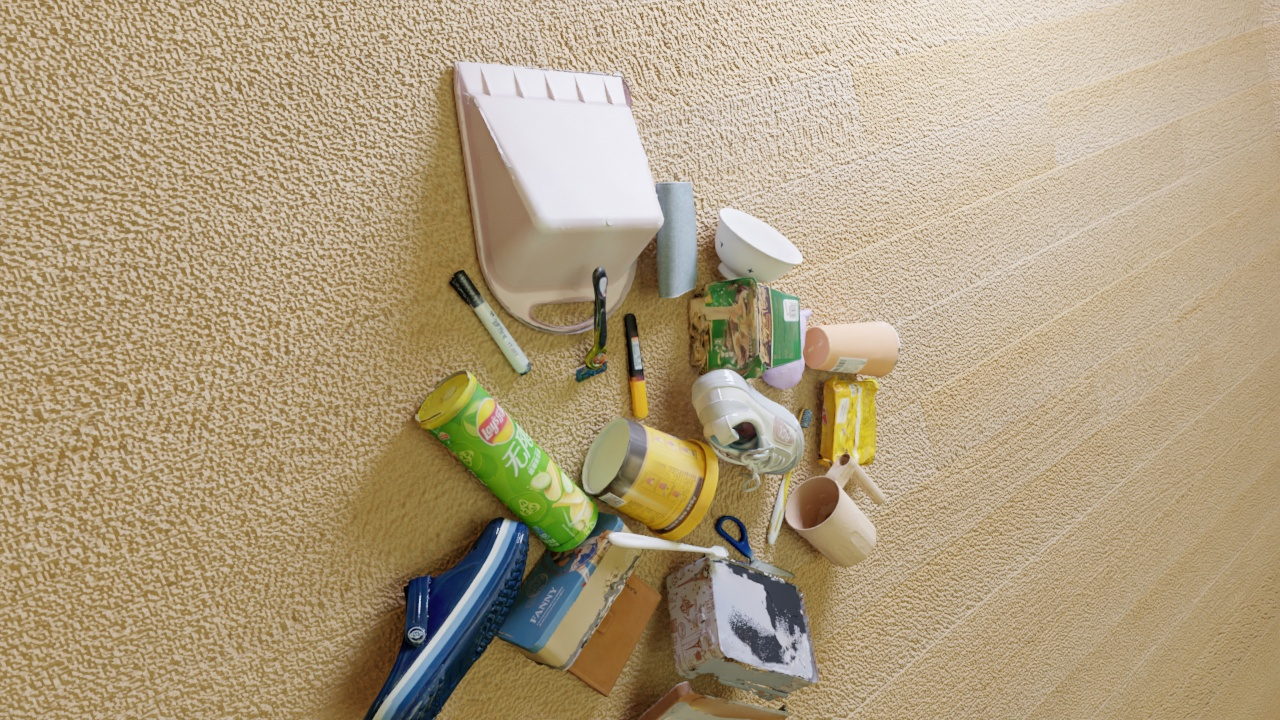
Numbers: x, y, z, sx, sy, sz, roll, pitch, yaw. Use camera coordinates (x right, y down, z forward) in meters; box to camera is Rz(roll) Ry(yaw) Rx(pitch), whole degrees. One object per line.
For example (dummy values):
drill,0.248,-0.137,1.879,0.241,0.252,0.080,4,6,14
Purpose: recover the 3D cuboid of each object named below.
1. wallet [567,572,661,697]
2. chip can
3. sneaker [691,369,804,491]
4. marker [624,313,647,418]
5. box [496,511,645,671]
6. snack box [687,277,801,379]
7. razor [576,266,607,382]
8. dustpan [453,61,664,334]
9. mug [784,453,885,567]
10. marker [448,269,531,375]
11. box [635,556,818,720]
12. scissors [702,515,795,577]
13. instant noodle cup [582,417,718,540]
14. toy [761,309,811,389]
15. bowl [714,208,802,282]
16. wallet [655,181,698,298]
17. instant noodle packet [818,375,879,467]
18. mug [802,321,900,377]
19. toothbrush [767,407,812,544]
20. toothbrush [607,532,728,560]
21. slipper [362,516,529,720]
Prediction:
wallet,-0.041,0.299,1.043,0.108,0.031,0.131,46,64,-29
chip can,-0.132,0.110,0.947,0.221,0.073,0.072,50,63,-26
sneaker,0.141,0.101,1.096,0.242,0.090,0.090,41,29,-49
marker,-0.006,0.006,1.075,0.018,0.015,0.124,-8,93,-38
box,-0.077,0.247,0.978,0.059,0.090,0.183,52,57,-26
snack box,0.136,-0.038,1.118,0.105,0.118,0.118,-3,91,-40
razor,-0.045,-0.037,1.001,0.042,0.022,0.143,-24,134,-37
dustpan,-0.097,-0.177,1.009,0.222,0.139,0.273,-5,65,-35
mug,0.268,0.202,1.232,0.103,0.084,0.124,45,78,-30
marker,-0.156,-0.037,0.961,0.022,0.018,0.131,-40,113,-20
box,0.089,0.359,1.116,0.180,0.156,0.227,24,118,-33
scissors,0.146,0.254,1.192,0.170,0.012,0.141,-4,94,-38
instant noodle cup,0.007,0.127,1.027,0.114,0.119,0.118,27,75,-26
toy,0.186,-0.015,1.201,0.083,0.039,0.108,3,94,-22
bowl,0.133,-0.130,1.136,0.118,0.118,0.065,12,122,-36
wallet,0.039,-0.142,1.071,0.106,0.037,0.130,-32,122,-70
instant noodle packet,0.289,0.084,1.275,0.110,0.044,0.128,1,94,-43
mug,0.283,-0.016,1.254,0.122,0.078,0.078,0,90,-32
toothbrush,0.200,0.153,1.225,0.016,0.018,0.191,24,77,-30
toothbrush,0.031,0.205,1.008,0.180,0.016,0.016,17,47,-40
slipper,-0.196,0.259,0.894,0.095,0.105,0.252,26,53,8
